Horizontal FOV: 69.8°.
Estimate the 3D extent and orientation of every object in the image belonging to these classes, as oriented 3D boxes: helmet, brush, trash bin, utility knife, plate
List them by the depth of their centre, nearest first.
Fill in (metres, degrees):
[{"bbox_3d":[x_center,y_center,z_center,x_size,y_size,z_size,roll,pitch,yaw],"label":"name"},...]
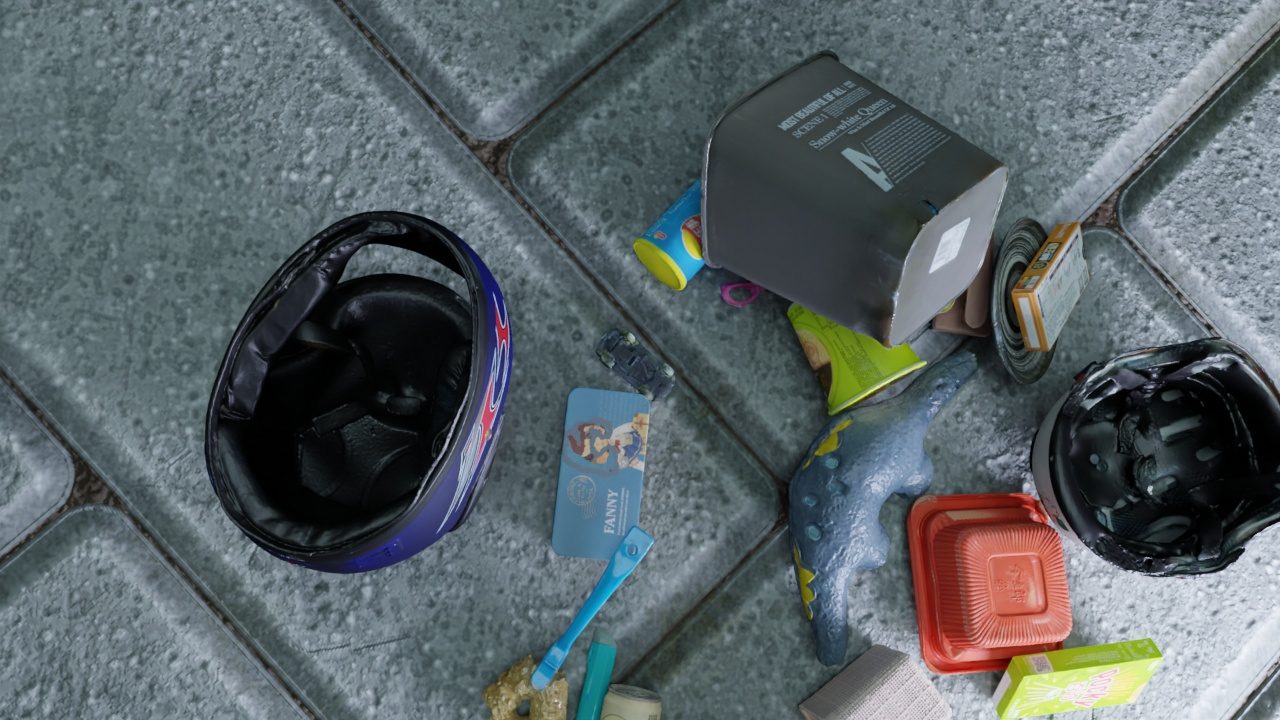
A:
[{"bbox_3d":[-0.235,0.028,0.819,0.247,0.240,0.315,26,91,-2],"label":"helmet"},{"bbox_3d":[0.199,-0.147,0.868,0.198,0.199,0.220,-36,54,-25],"label":"trash bin"},{"bbox_3d":[-0.067,0.269,0.888,0.083,0.046,0.255,35,96,6],"label":"brush"},{"bbox_3d":[-0.054,0.361,0.919,0.029,0.013,0.181,14,80,-2],"label":"utility knife"},{"bbox_3d":[0.519,0.102,0.951,0.274,0.157,0.230,-25,83,-7],"label":"helmet"},{"bbox_3d":[0.408,-0.063,0.985,0.179,0.024,0.179,0,90,-47],"label":"plate"},{"bbox_3d":[0.355,-0.101,0.998,0.063,0.073,0.145,8,82,-4],"label":"brush"}]

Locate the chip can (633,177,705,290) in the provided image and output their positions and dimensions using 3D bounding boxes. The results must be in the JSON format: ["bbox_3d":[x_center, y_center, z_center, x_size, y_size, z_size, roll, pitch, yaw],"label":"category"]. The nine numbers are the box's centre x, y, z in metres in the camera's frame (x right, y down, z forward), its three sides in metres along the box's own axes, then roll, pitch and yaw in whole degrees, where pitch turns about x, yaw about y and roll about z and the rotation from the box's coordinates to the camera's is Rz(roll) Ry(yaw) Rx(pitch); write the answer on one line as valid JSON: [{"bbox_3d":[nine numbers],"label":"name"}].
[{"bbox_3d":[0.089,-0.172,0.976,0.071,0.071,0.210,44,79,0],"label":"chip can"}]

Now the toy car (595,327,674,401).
[{"bbox_3d":[-0.006,0.006,0.960,0.090,0.034,0.043,39,77,-3],"label":"toy car"}]

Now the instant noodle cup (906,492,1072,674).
[{"bbox_3d":[0.371,0.230,0.956,0.164,0.079,0.188,-2,79,-11],"label":"instant noodle cup"}]

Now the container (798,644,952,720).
[{"bbox_3d":[0.237,0.352,0.919,0.110,0.090,0.090,-37,89,-13],"label":"container"}]

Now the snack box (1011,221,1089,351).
[{"bbox_3d":[0.442,-0.081,0.983,0.153,0.026,0.075,-44,120,-36],"label":"snack box"}]

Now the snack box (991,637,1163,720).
[{"bbox_3d":[0.453,0.332,0.954,0.156,0.086,0.026,-4,40,-8],"label":"snack box"}]

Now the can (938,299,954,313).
[{"bbox_3d":[0.296,-0.095,0.985,0.057,0.083,0.102,9,82,-6],"label":"can"}]

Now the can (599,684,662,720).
[{"bbox_3d":[-0.017,0.383,0.898,0.058,0.058,0.116,12,81,-5],"label":"can"}]

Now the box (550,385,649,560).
[{"bbox_3d":[-0.043,0.120,0.928,0.090,0.061,0.184,5,81,-6],"label":"box"}]

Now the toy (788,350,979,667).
[{"bbox_3d":[0.228,0.129,0.942,0.138,0.091,0.356,29,85,-3],"label":"toy"}]

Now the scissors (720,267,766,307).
[{"bbox_3d":[0.149,-0.098,1.004,0.137,0.017,0.073,-8,74,-12],"label":"scissors"}]

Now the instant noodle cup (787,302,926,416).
[{"bbox_3d":[0.217,-0.021,0.960,0.111,0.112,0.123,-27,78,-10],"label":"instant noodle cup"}]
